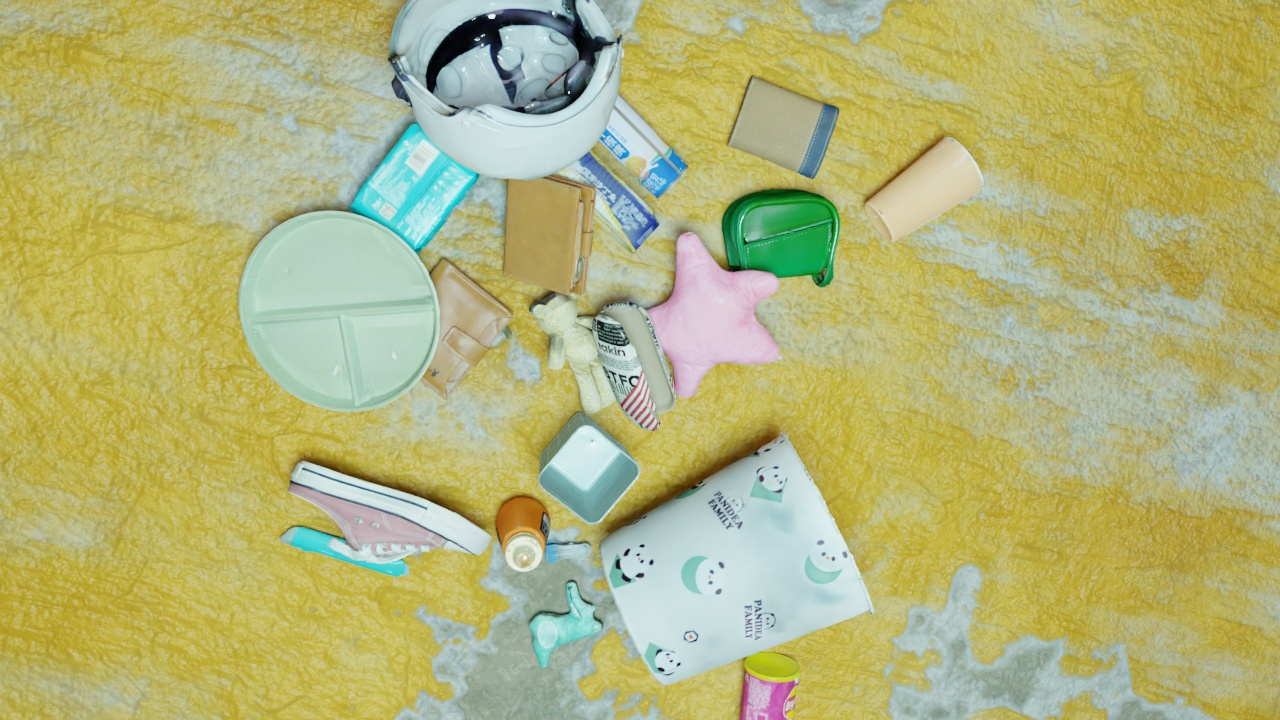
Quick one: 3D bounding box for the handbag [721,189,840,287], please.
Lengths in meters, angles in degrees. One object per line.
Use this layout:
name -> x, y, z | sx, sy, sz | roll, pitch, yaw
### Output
handbag -> 0.165, -0.141, 1.090 | 0.131, 0.068, 0.120 | -5, 107, -8

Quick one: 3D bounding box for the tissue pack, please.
tissue pack -> -0.252, -0.191, 1.032 | 0.093, 0.050, 0.133 | 39, 92, -13

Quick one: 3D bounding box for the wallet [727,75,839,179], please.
wallet -> 0.169, -0.275, 1.084 | 0.115, 0.033, 0.090 | 18, 93, -9

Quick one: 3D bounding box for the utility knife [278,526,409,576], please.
utility knife -> -0.352, 0.231, 1.103 | 0.157, 0.013, 0.029 | 22, 98, -13

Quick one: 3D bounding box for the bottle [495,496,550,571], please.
bottle -> -0.135, 0.205, 1.056 | 0.066, 0.149, 0.067 | -1, 99, -8

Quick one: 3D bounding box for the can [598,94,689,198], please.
can -> -0.009, -0.251, 1.053 | 0.134, 0.053, 0.053 | 44, 91, -11

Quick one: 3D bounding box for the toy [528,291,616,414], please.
toy -> -0.075, -0.010, 1.082 | 0.104, 0.066, 0.157 | -36, 108, -34

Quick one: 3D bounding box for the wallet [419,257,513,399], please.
wallet -> -0.222, -0.033, 1.072 | 0.119, 0.035, 0.130 | 38, 93, -5

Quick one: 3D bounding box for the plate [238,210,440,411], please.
plate -> -0.335, -0.054, 1.032 | 0.230, 0.027, 0.230 | 1, 105, 3

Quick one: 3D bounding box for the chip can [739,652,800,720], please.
chip can -> 0.159, 0.488, 1.179 | 0.071, 0.071, 0.210 | 3, 99, -8

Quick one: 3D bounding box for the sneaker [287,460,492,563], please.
sneaker -> -0.295, 0.192, 1.058 | 0.241, 0.118, 0.087 | 19, 78, -4

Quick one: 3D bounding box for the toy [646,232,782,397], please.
toy -> 0.082, -0.037, 1.076 | 0.178, 0.074, 0.195 | 30, 118, 1

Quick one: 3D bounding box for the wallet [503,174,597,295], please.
wallet -> -0.104, -0.144, 1.028 | 0.108, 0.031, 0.132 | 18, 123, 17

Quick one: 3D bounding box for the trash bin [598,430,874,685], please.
trash bin -> 0.103, 0.238, 1.066 | 0.252, 0.229, 0.229 | -26, 101, 3

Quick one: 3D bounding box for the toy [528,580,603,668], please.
toy -> -0.094, 0.326, 1.143 | 0.092, 0.030, 0.096 | -14, 93, -10

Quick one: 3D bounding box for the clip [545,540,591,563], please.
clip -> -0.089, 0.234, 1.135 | 0.058, 0.038, 0.026 | -3, 97, -5

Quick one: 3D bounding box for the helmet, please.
helmet -> -0.137, -0.285, 0.967 | 0.228, 0.146, 0.258 | -36, 58, -22

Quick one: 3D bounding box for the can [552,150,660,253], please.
can -> -0.045, -0.189, 1.047 | 0.148, 0.074, 0.049 | 42, 89, -9

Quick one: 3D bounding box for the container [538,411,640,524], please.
container -> -0.064, 0.120, 1.072 | 0.090, 0.111, 0.090 | 40, 91, -11

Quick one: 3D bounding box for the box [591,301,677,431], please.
box -> -0.004, 0.001, 1.075 | 0.082, 0.075, 0.163 | -44, 128, -29

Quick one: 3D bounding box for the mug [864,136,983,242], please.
mug -> 0.335, -0.199, 1.098 | 0.123, 0.078, 0.078 | -35, 101, 4
